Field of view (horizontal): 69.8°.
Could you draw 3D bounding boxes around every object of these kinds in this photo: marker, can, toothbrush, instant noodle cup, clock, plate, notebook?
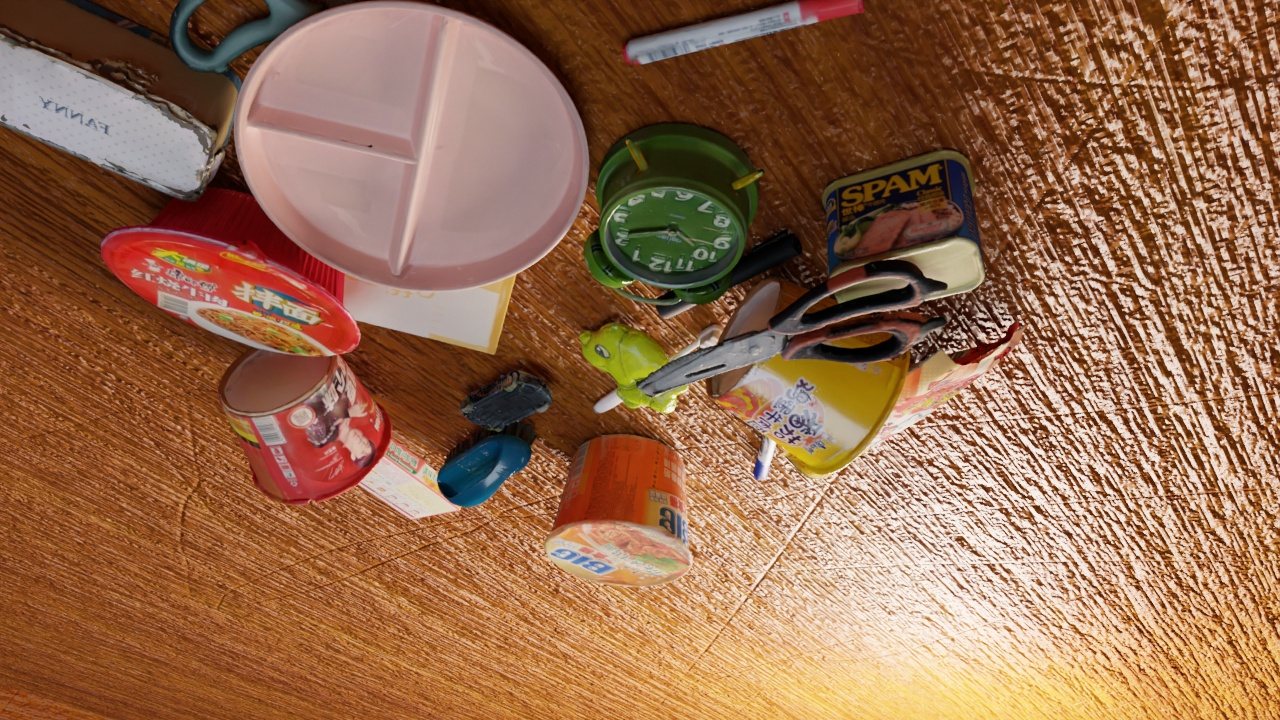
[{"bbox_3d":[0.059,-0.198,0.546,0.145,0.017,0.017,-7,141,19],"label":"marker"},{"bbox_3d":[0.177,-0.085,0.621,0.102,0.083,0.057,-13,139,24],"label":"can"},{"bbox_3d":[0.128,0.075,0.902,0.017,0.016,0.146,6,144,2],"label":"marker"},{"bbox_3d":[0.012,0.014,0.839,0.016,0.016,0.181,31,138,-26],"label":"toothbrush"},{"bbox_3d":[-0.313,0.048,0.850,0.138,0.137,0.109,-1,135,11],"label":"instant noodle cup"},{"bbox_3d":[0.021,-0.094,0.659,0.116,0.056,0.162,12,144,-5],"label":"clock"},{"bbox_3d":[-0.017,0.153,0.951,0.151,0.111,0.152,5,143,3],"label":"instant noodle cup"},{"bbox_3d":[-0.149,-0.137,0.618,0.229,0.028,0.230,-3,138,-3],"label":"plate"},{"bbox_3d":[-0.306,-0.072,0.714,0.194,0.065,0.194,10,156,4],"label":"instant noodle cup"},{"bbox_3d":[-0.173,-0.083,0.745,0.146,0.010,0.207,15,142,-9],"label":"notebook"},{"bbox_3d":[0.124,0.006,0.721,0.109,0.137,0.138,27,140,-13],"label":"instant noodle cup"},{"bbox_3d":[0.066,-0.066,0.720,0.132,0.020,0.022,-25,117,35],"label":"marker"}]

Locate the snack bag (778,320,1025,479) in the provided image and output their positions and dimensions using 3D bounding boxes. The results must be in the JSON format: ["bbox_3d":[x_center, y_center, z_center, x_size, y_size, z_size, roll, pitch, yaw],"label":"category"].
[{"bbox_3d":[0.213,0.031,0.773,0.128,0.073,0.208,-14,164,-39],"label":"snack bag"}]

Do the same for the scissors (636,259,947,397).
[{"bbox_3d":[0.100,-0.004,0.639,0.182,0.015,0.210,19,135,-15],"label":"scissors"}]

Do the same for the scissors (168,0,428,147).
[{"bbox_3d":[-0.212,-0.185,0.598,0.170,0.019,0.175,0,139,3],"label":"scissors"}]

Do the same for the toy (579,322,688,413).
[{"bbox_3d":[-0.005,0.005,0.807,0.097,0.031,0.100,8,135,19],"label":"toy"}]

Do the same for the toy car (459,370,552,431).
[{"bbox_3d":[-0.128,0.037,0.880,0.106,0.031,0.049,-24,135,37],"label":"toy car"}]

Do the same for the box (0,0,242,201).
[{"bbox_3d":[-0.366,-0.183,0.602,0.184,0.063,0.090,26,139,-21],"label":"box"}]

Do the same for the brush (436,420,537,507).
[{"bbox_3d":[-0.165,0.114,0.956,0.055,0.073,0.144,35,136,-26],"label":"brush"}]

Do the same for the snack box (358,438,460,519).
[{"bbox_3d":[-0.278,0.131,1.036,0.077,0.027,0.156,-15,139,26],"label":"snack box"}]
